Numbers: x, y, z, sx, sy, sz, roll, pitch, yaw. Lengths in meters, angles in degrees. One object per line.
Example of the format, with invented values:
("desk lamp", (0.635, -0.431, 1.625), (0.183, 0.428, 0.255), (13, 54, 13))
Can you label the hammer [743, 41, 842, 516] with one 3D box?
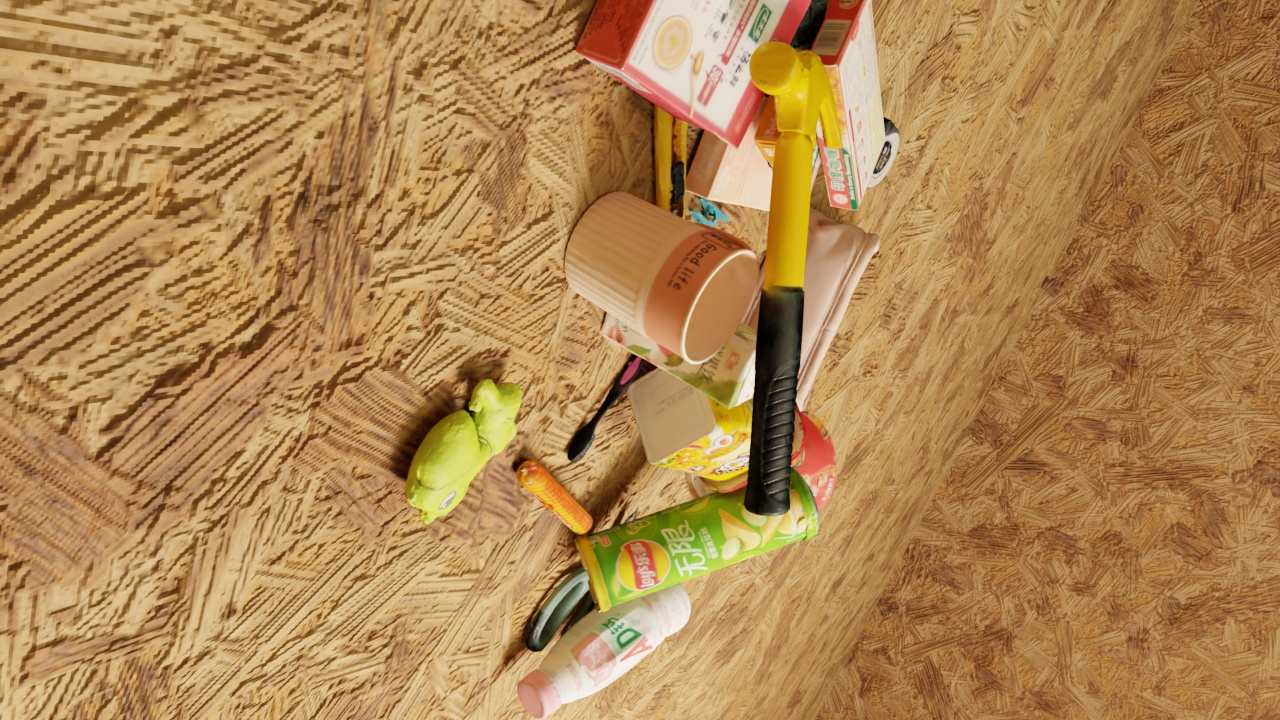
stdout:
("hammer", (0.094, -0.046, 0.603), (0.128, 0.033, 0.301), (-14, 109, -63))

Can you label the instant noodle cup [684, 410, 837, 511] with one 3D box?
("instant noodle cup", (0.120, 0.114, 0.963), (0.108, 0.138, 0.138), (-4, 121, -50))

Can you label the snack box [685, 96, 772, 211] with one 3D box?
("snack box", (0.094, -0.165, 0.733), (0.157, 0.026, 0.084), (-6, 122, -58))

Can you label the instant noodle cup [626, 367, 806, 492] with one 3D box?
("instant noodle cup", (0.062, 0.046, 0.793), (0.116, 0.116, 0.123), (-32, 153, 31))

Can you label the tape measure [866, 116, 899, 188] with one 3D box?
("tape measure", (0.228, -0.207, 0.914), (0.066, 0.033, 0.066), (-60, 151, 7))

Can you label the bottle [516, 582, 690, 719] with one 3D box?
("bottle", (-0.035, 0.276, 0.896), (0.196, 0.068, 0.068), (-25, 138, -42))

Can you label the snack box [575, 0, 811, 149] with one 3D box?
("snack box", (0.037, -0.206, 0.551), (0.127, 0.044, 0.113), (17, 103, -53))

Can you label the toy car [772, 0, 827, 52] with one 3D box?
("toy car", (0.081, -0.229, 0.636), (0.120, 0.037, 0.054), (-34, 142, -23))

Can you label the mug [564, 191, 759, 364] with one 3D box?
("mug", (0.023, -0.065, 0.626), (0.114, 0.106, 0.082), (-35, 145, -40))

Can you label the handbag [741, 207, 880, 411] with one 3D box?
("handbag", (0.187, -0.057, 0.966), (0.233, 0.093, 0.193), (-16, 131, -65))

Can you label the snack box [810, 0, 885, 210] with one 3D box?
("snack box", (0.159, -0.194, 0.699), (0.076, 0.027, 0.156), (-65, 152, -22))

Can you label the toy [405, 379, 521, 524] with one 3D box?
("toy", (-0.117, 0.057, 0.599), (0.099, 0.031, 0.097), (-34, 145, -48))

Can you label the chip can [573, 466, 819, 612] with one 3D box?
("chip can", (0.054, 0.161, 0.842), (0.221, 0.072, 0.073), (-18, 142, -8))

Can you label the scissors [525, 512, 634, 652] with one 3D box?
("scissors", (-0.055, 0.221, 0.892), (0.170, 0.019, 0.177), (1, 118, -60))

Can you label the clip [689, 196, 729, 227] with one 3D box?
("clip", (0.055, -0.114, 0.734), (0.047, 0.014, 0.057), (-57, 153, 1))

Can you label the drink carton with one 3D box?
("drink carton", (0.035, -0.017, 0.679), (0.045, 0.122, 0.054), (-19, 133, -55))

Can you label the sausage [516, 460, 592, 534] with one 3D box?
("sausage", (-0.068, 0.115, 0.753), (0.021, 0.021, 0.165), (-52, 153, -13))

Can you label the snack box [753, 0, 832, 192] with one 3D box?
("snack box", (0.132, -0.213, 0.703), (0.075, 0.026, 0.153), (40, 68, -57))

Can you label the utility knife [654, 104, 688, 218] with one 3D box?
("utility knife", (0.025, -0.129, 0.664), (0.033, 0.015, 0.217), (-39, 148, -28))

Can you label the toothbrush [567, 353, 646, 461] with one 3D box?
("toothbrush", (-0.005, 0.004, 0.758), (0.189, 0.014, 0.018), (-56, 163, -6))
